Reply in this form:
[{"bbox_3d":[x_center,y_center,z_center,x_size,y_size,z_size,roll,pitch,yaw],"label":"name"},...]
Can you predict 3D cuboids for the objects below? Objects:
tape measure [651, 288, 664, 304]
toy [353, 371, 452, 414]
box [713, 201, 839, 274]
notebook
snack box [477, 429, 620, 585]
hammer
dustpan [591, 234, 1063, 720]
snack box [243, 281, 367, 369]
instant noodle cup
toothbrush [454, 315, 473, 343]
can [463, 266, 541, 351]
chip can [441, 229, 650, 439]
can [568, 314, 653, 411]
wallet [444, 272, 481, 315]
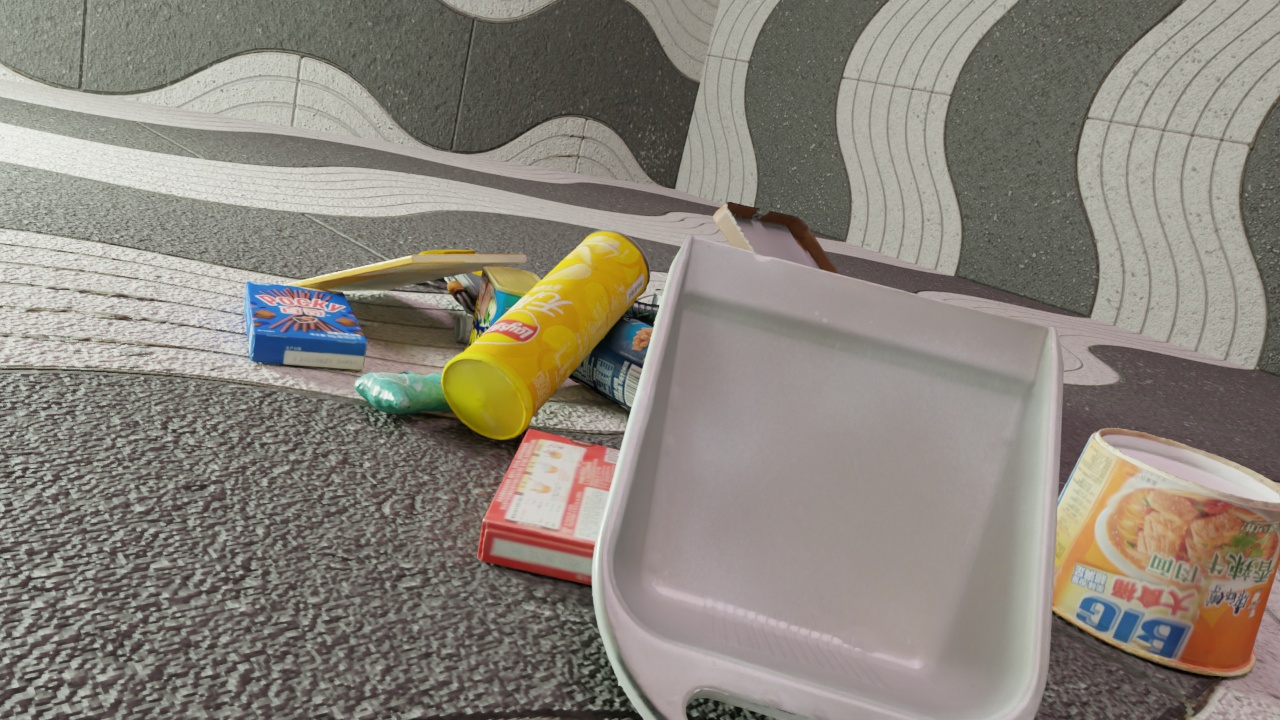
[{"bbox_3d":[0.046,-0.069,1.193,0.066,0.033,0.066,12,14,-1],"label":"tape measure"},{"bbox_3d":[-0.168,0.023,0.678,0.097,0.030,0.091,17,8,42],"label":"toy"},{"bbox_3d":[0.191,-0.051,0.935,0.261,0.103,0.178,40,24,28],"label":"box"},{"bbox_3d":[-0.232,-0.082,0.874,0.207,0.010,0.145,-6,2,34],"label":"notebook"},{"bbox_3d":[-0.046,0.084,0.558,0.075,0.025,0.152,12,14,-1],"label":"snack box"},{"bbox_3d":[-0.124,-0.087,1.111,0.301,0.033,0.128,14,16,2],"label":"hammer"},{"bbox_3d":[0.093,0.065,0.437,0.223,0.257,0.143,15,-8,5],"label":"dustpan"},{"bbox_3d":[-0.286,-0.032,0.773,0.084,0.026,0.157,5,17,-27],"label":"snack box"},{"bbox_3d":[0.346,0.118,0.611,0.151,0.111,0.151,13,15,-4],"label":"instant noodle cup"},{"bbox_3d":[-0.073,-0.024,0.911,0.220,0.027,0.026,3,4,-23],"label":"toothbrush"},{"bbox_3d":[-0.117,-0.033,0.813,0.057,0.083,0.102,7,16,-22],"label":"can"},{"bbox_3d":[-0.065,-0.028,0.714,0.072,0.072,0.212,18,39,18],"label":"chip can"},{"bbox_3d":[-0.005,0.005,0.793,0.111,0.075,0.075,27,20,39],"label":"can"},{"bbox_3d":[-0.154,-0.060,0.978,0.106,0.037,0.130,18,12,-29],"label":"wallet"}]
